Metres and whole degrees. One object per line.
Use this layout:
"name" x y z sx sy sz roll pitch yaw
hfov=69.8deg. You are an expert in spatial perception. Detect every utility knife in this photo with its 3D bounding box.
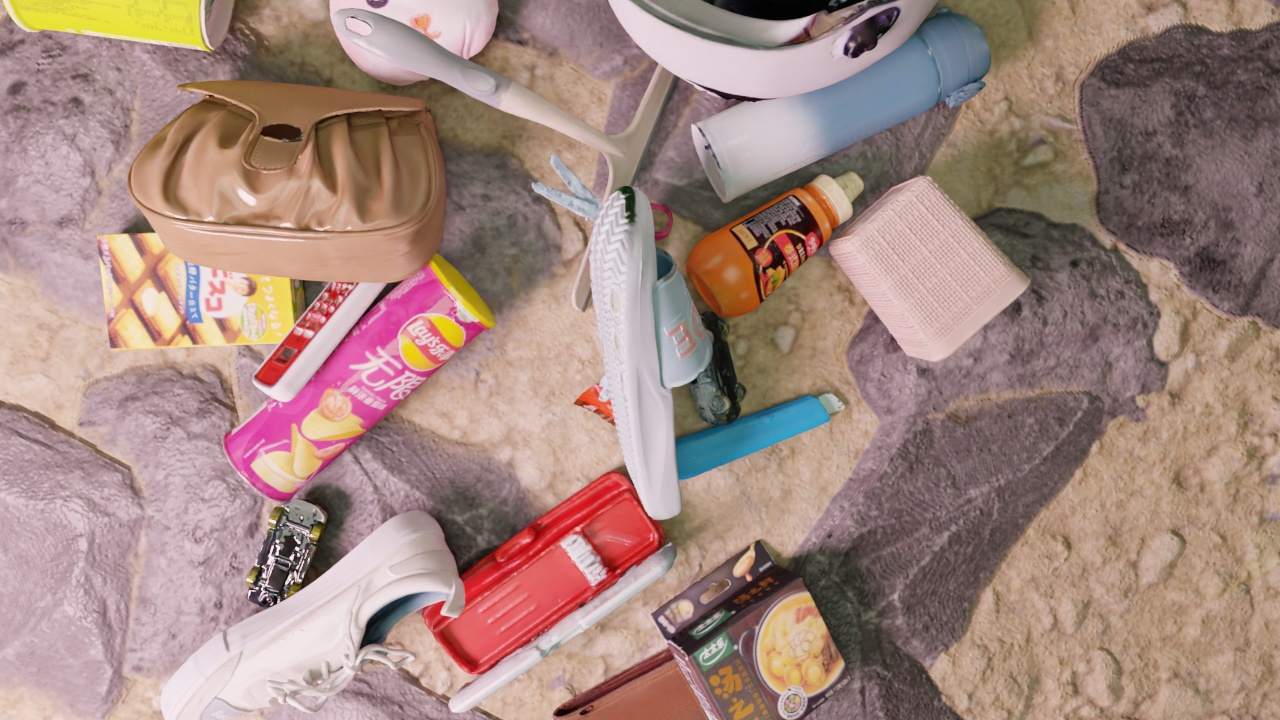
"utility knife" 0.088 0.059 0.734 0.159 0.018 0.034 -20 101 -2

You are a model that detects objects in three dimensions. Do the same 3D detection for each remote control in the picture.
"remote control" -0.230 -0.030 0.672 0.020 0.056 0.135 46 70 -35

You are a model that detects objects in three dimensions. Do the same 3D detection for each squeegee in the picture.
"squeegee" -0.089 -0.181 0.634 0.246 0.039 0.246 20 96 -31

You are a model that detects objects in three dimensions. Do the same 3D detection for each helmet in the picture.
"helmet" 0.089 -0.272 0.619 0.258 0.146 0.229 -39 74 -10

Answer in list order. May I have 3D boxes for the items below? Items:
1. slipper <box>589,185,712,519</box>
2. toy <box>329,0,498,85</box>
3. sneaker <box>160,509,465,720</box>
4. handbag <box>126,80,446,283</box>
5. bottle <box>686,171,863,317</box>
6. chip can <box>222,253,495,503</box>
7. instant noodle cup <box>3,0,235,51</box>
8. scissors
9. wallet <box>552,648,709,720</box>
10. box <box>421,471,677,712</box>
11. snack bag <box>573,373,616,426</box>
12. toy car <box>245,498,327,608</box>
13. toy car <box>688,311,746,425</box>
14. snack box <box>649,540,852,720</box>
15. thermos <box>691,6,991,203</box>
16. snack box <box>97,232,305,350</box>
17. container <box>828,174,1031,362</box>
"slipper" 0.014 -0.001 0.656 0.074 0.104 0.246 -10 110 -8
"toy" -0.172 -0.283 0.666 0.121 0.054 0.159 -19 89 -1
"sneaker" -0.239 0.219 0.692 0.242 0.089 0.090 -35 64 -4
"handbag" -0.239 -0.133 0.641 0.204 0.100 0.147 4 60 -4
"bottle" 0.108 -0.095 0.698 0.149 0.067 0.067 -36 97 -5
"chip can" -0.210 0.014 0.689 0.210 0.071 0.071 -41 97 3
"instant noodle cup" -0.353 -0.270 0.635 0.123 0.111 0.112 11 96 -12
"scissors" -0.023 -0.114 0.674 0.083 0.017 0.138 -43 134 -1
"wallet" 0.002 0.306 0.755 0.124 0.032 0.101 -28 99 1
"box" -0.070 0.180 0.700 0.201 0.101 0.095 -35 98 1
"snack bag" -0.004 0.004 0.718 0.048 0.026 0.104 33 94 -26
"toy car" -0.276 0.150 0.720 0.042 0.035 0.090 21 95 -6
"toy car" 0.056 0.007 0.716 0.034 0.042 0.090 -7 104 32
"snack box" 0.089 0.228 0.727 0.113 0.053 0.125 -31 103 -16
"thermos" 0.149 -0.190 0.682 0.220 0.070 0.070 -24 97 1
"snack box" -0.330 -0.055 0.695 0.140 0.033 0.087 -2 98 -4
"container" 0.210 -0.071 0.690 0.090 0.090 0.111 -41 93 3
